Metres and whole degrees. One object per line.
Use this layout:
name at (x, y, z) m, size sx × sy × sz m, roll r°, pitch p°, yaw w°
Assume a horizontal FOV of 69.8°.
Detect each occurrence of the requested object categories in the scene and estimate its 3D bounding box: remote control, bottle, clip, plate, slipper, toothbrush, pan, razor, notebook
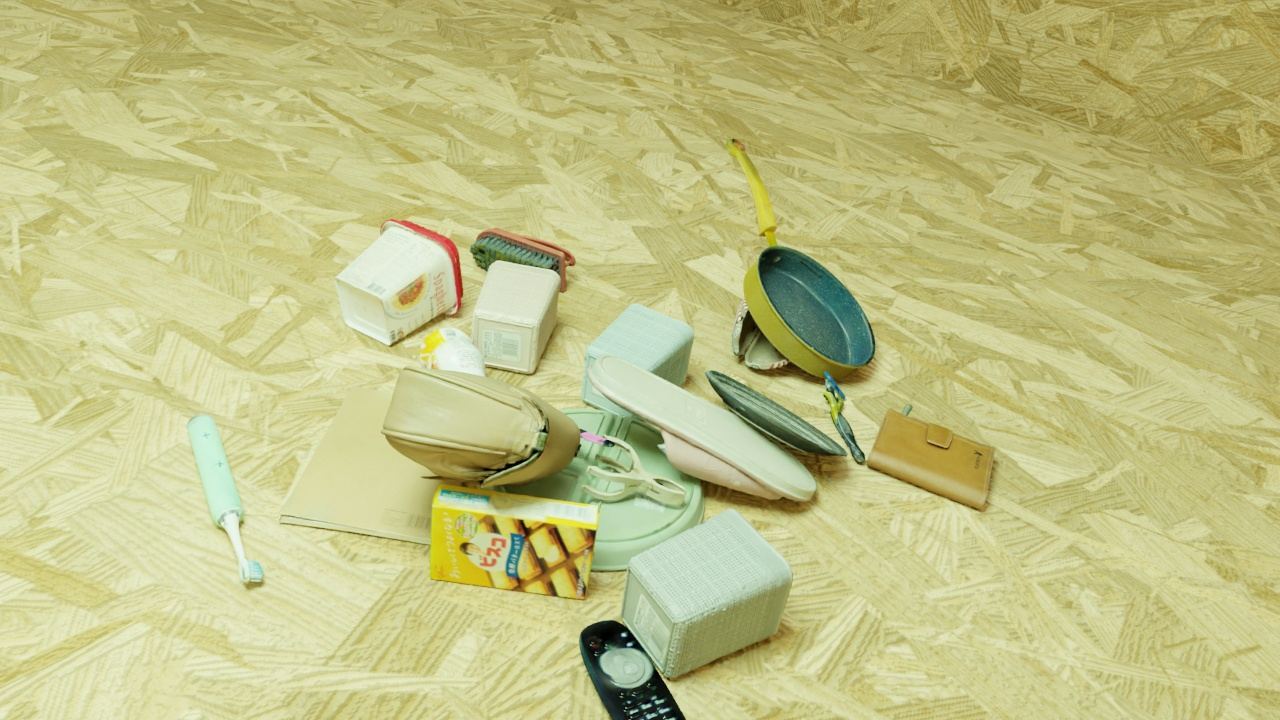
remote control at (-0.006, 0.261, 0.719) m, size 0.053 × 0.024 × 0.136 m, roll -10°, pitch 37°, yaw -26°
bottle at (-0.201, 0.011, 1.012) m, size 0.063 × 0.063 × 0.108 m, roll -11°, pitch 38°, yaw -30°
clip at (-0.015, 0.116, 0.881) m, size 0.099 × 0.035 × 0.098 m, roll 39°, pitch 37°, yaw 26°
plate at (-0.046, 0.119, 0.924) m, size 0.230 × 0.028 × 0.229 m, roll 7°, pitch 34°, yaw -5°
slipper at (0.061, 0.080, 0.942) m, size 0.274 × 0.054 × 0.114 m, roll 29°, pitch 19°, yaw -14°
toothbrush at (-0.092, 0.061, 0.936) m, size 0.189 × 0.018 × 0.014 m, roll 14°, pitch 37°, yaw 44°
pan at (0.190, -0.137, 1.204) m, size 0.197 × 0.078 × 0.357 m, roll -8°, pitch 60°, yaw -48°
plate at (0.144, 0.064, 1.010) m, size 0.179 × 0.024 × 0.179 m, roll 31°, pitch 7°, yaw -5°
razor at (0.239, 0.072, 1.083) m, size 0.042 × 0.022 × 0.142 m, roll 45°, pitch 21°, yaw -31°
toothbrush at (-0.377, 0.121, 0.828) m, size 0.027 × 0.026 × 0.224 m, roll 12°, pitch 25°, yaw -41°
notebook at (-0.247, 0.098, 0.914) m, size 0.149 × 0.012 × 0.211 m, roll 10°, pitch 32°, yaw -3°

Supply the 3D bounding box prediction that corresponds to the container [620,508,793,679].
container at (0.051, 0.198, 0.775) m, size 0.114 × 0.090 × 0.090 m, roll -16°, pitch 41°, yaw -30°

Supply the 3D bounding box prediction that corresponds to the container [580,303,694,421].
container at (-0.006, 0.006, 1.054) m, size 0.090 × 0.090 × 0.111 m, roll 23°, pitch 38°, yaw 19°

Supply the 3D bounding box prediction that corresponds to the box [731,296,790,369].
box at (0.171, -0.049, 1.196) m, size 0.085 × 0.075 × 0.161 m, roll 13°, pitch 31°, yaw 13°

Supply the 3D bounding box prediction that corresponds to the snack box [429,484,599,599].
snack box at (-0.109, 0.157, 0.791) m, size 0.140 × 0.087 × 0.033 m, roll 10°, pitch 32°, yaw -1°

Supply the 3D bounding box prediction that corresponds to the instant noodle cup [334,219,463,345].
instant noodle cup at (-0.294, -0.091, 1.110) m, size 0.117 × 0.116 × 0.123 m, roll 24°, pitch 46°, yaw 21°

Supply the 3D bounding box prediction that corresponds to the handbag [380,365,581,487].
handbag at (-0.139, 0.066, 0.811) m, size 0.148 × 0.099 × 0.204 m, roll 13°, pitch -6°, yaw 8°

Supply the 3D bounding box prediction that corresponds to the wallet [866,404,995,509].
wallet at (0.333, 0.107, 1.048) m, size 0.131 × 0.035 × 0.118 m, roll 21°, pitch 40°, yaw 15°

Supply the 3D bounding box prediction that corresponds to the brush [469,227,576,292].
brush at (-0.164, -0.145, 1.265) m, size 0.146 × 0.063 × 0.069 m, roll 22°, pitch 46°, yaw 20°

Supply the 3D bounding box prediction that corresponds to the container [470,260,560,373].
container at (-0.153, -0.049, 1.099) m, size 0.090 × 0.090 × 0.110 m, roll 11°, pitch 36°, yaw 0°
